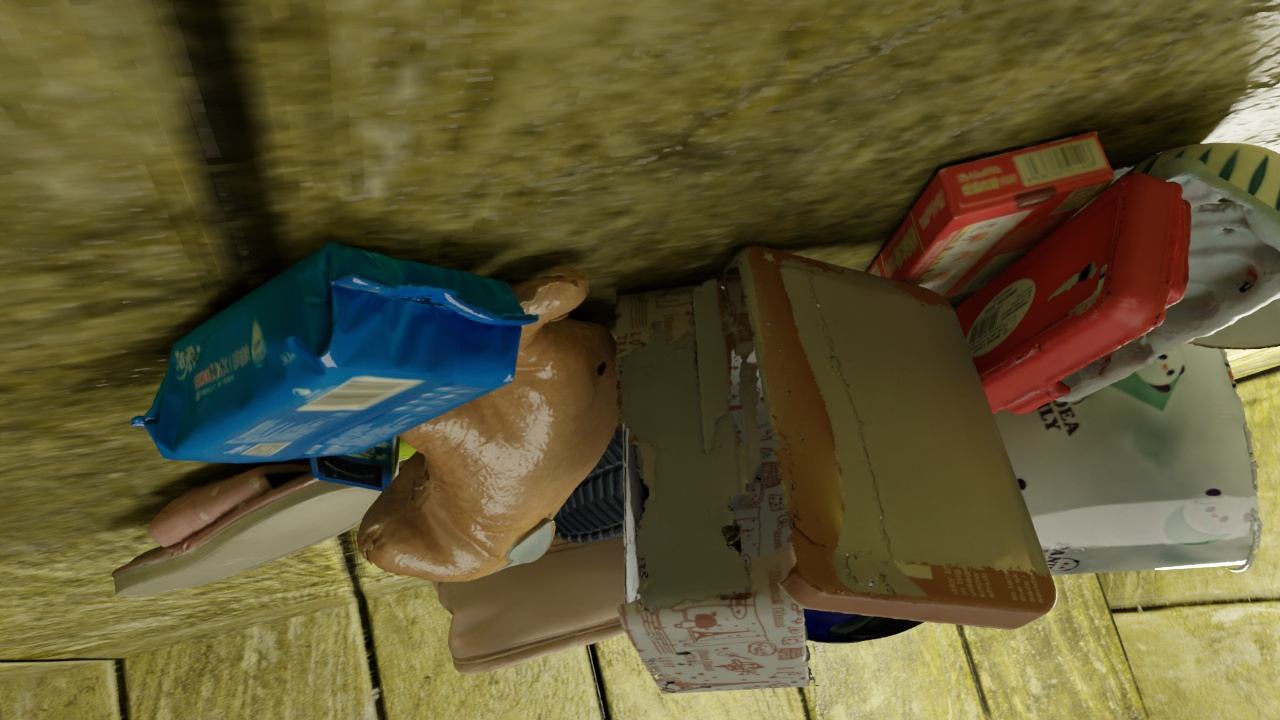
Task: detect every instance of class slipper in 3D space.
[{"bbox_3d":[-0.284,0.114,0.658,0.275,0.054,0.114,-26,162,31],"label":"slipper"},{"bbox_3d":[0.020,0.059,0.682,0.253,0.105,0.095,-21,-175,34],"label":"slipper"}]

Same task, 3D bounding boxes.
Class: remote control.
[{"bbox_3d":[-0.156,0.041,0.502,0.049,0.024,0.125,14,149,-9],"label":"remote control"}]

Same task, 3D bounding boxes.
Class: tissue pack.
[{"bbox_3d":[-0.126,0.001,0.372,0.157,0.052,0.094,-24,162,33],"label":"tissue pack"}]

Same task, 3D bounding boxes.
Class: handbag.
[{"bbox_3d":[-0.089,0.207,0.826,0.193,0.093,0.235,-9,169,-17],"label":"handbag"}]

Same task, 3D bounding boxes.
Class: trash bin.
[{"bbox_3d":[0.267,0.056,0.674,0.252,0.229,0.229,-12,168,17],"label":"trash bin"}]

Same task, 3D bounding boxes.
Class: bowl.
[{"bbox_3d":[0.289,-0.065,0.459,0.066,0.116,0.117,-57,179,-19],"label":"bowl"}]

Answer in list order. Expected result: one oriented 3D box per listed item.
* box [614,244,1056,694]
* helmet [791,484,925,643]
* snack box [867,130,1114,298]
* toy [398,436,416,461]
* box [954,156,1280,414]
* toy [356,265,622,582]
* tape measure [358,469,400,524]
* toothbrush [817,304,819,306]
[{"bbox_3d":[0.087,0.048,0.441,0.185,0.182,0.154,-6,146,7],"label":"box"},{"bbox_3d":[0.226,0.139,0.905,0.315,0.247,0.241,-19,144,-3],"label":"helmet"},{"bbox_3d":[0.169,-0.063,0.470,0.075,0.025,0.153,-14,167,-2],"label":"snack box"},{"bbox_3d":[-0.126,0.037,0.561,0.100,0.031,0.097,-14,162,-15],"label":"toy"},{"bbox_3d":[0.228,-0.012,0.463,0.101,0.095,0.202,21,159,-1],"label":"box"},{"bbox_3d":[-0.064,0.028,0.476,0.143,0.082,0.227,-23,149,-47],"label":"toy"},{"bbox_3d":[-0.229,0.116,0.767,0.065,0.033,0.066,-5,162,-41],"label":"tape measure"},{"bbox_3d":[0.094,-0.030,0.543,0.191,0.018,0.016,0,161,-47],"label":"toothbrush"}]
